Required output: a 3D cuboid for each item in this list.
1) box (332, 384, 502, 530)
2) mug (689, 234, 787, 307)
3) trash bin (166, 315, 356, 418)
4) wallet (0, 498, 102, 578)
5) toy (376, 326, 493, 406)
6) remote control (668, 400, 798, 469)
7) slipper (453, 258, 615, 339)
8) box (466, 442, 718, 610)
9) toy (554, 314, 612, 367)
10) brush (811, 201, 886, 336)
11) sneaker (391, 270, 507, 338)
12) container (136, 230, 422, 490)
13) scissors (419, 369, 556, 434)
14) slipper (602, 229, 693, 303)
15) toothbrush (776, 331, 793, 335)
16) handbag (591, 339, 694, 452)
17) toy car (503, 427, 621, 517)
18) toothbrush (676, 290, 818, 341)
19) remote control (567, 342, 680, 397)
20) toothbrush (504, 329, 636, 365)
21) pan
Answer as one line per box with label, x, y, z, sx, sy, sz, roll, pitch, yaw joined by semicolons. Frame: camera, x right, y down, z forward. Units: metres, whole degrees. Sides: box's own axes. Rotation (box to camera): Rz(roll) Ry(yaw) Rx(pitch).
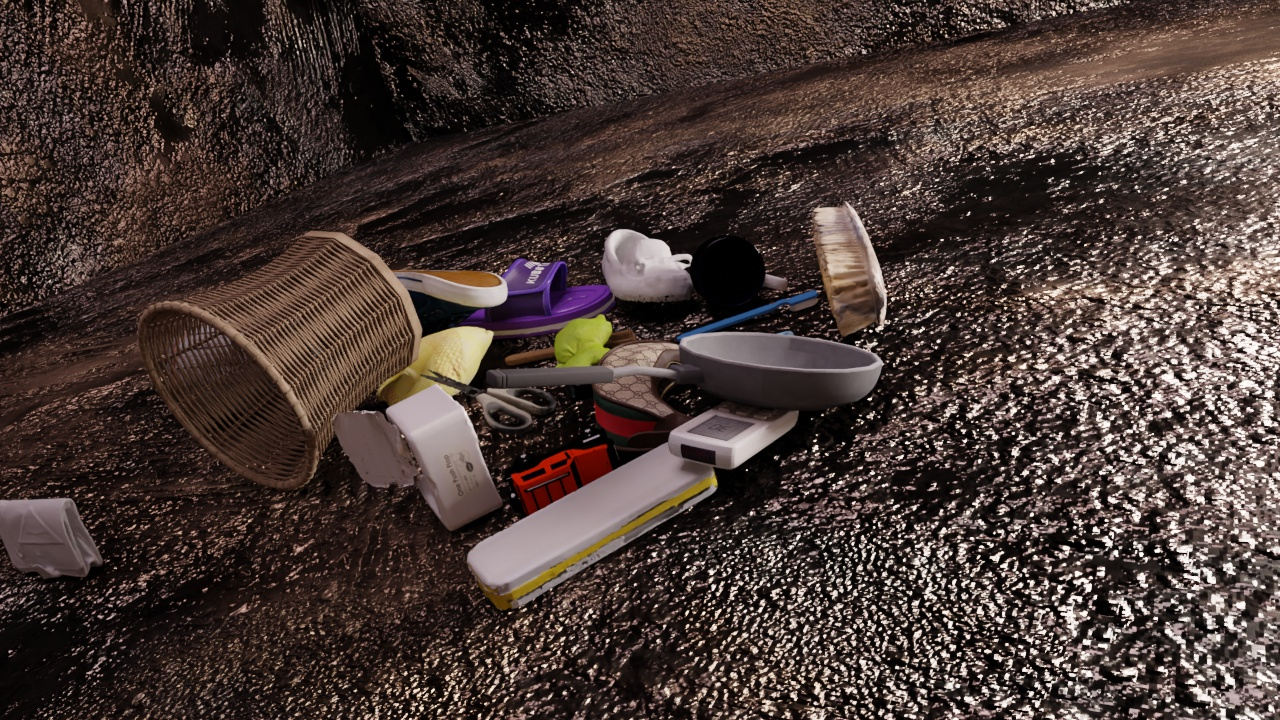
box;-0.201;0.081;0.842;0.191;0.111;0.083;7;31;47
mug;0.117;-0.106;1.111;0.119;0.085;0.100;13;8;-7
trash bin;-0.489;0.005;1.177;0.211;0.131;0.130;-5;25;22
wallet;-0.595;0.177;0.911;0.116;0.086;0.032;-8;19;28
toy;-0.246;0.006;1.102;0.154;0.064;0.171;-39;25;-16
remote control;0.080;0.057;0.767;0.060;0.025;0.138;11;18;31
slipper;-0.174;-0.089;1.239;0.267;0.084;0.107;-6;25;23
box;-0.034;0.126;0.726;0.209;0.033;0.064;-27;29;-23
toy;-0.066;-0.014;1.051;0.094;0.036;0.093;-36;41;-15
brush;0.227;-0.108;1.017;0.057;0.083;0.270;-11;24;10
sneaker;-0.282;-0.058;1.206;0.295;0.127;0.120;3;9;44
container;-0.371;-0.011;0.979;0.227;0.227;0.195;0;34;34
scissors;-0.174;0.041;0.976;0.170;0.013;0.131;3;31;0
slipper;0.007;-0.123;1.205;0.112;0.075;0.246;-16;23;-10
toothbrush;0.086;-0.005;0.964;0.155;0.016;0.022;-16;55;1
handbag;0.026;0.033;0.869;0.138;0.063;0.166;-1;23;9
toy car;-0.064;0.099;0.778;0.100;0.051;0.049;-21;21;-10
toothbrush;0.122;-0.047;1.046;0.167;0.014;0.016;-19;23;4
remote control;-0.006;0.006;0.994;0.152;0.020;0.041;-17;24;-6
toothbrush;-0.085;-0.015;1.099;0.167;0.016;0.016;-11;23;14
pan;0.043;0.013;0.775;0.356;0.041;0.179;-2;12;-28
